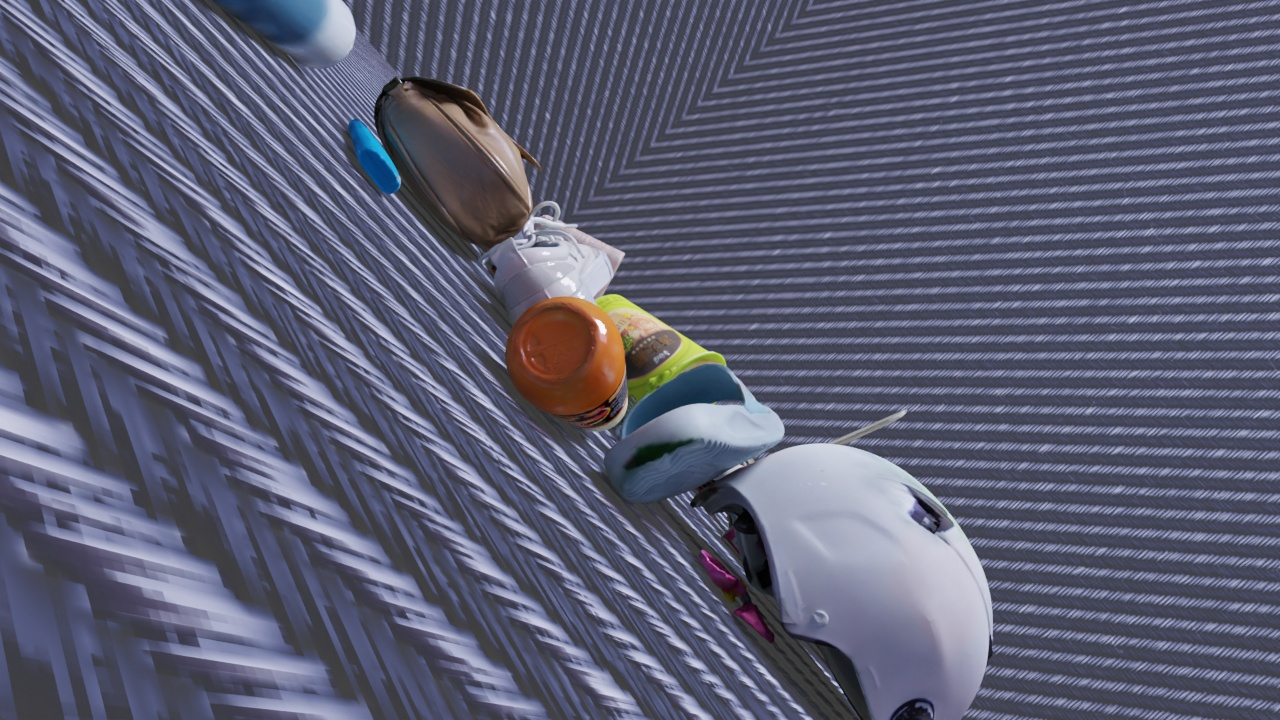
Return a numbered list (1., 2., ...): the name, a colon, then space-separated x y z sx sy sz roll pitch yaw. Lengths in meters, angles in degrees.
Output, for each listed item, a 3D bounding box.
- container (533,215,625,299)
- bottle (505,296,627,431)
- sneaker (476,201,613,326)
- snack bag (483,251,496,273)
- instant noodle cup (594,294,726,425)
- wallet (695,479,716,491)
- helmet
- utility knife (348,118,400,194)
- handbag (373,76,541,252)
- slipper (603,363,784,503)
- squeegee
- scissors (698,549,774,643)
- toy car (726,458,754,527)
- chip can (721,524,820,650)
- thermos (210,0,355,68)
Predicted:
1. container: -0.089 -0.119 1.127 0.111 0.090 0.090 29 6 -5
2. bottle: -0.035 0.012 0.560 0.066 0.066 0.149 50 -5 19
3. sneaker: -0.081 -0.074 0.757 0.091 0.089 0.242 54 8 -10
4. snack bag: -0.128 -0.097 0.888 0.048 0.026 0.104 6 19 -17
5. instant noodle cup: -0.005 0.005 0.825 0.123 0.111 0.111 41 -2 29
6. wallet: 0.053 0.111 1.030 0.101 0.032 0.124 46 2 -14
7. helmet: 0.170 0.164 0.684 0.258 0.146 0.229 54 -3 -20
8. utility knife: -0.201 -0.156 0.678 0.034 0.018 0.159 52 -2 -32
9. handbag: -0.152 -0.170 0.798 0.148 0.100 0.204 51 -2 -8
10. slipper: 0.030 0.047 0.630 0.074 0.104 0.245 62 12 11
11. squeegee: 0.072 0.089 0.805 0.246 0.247 0.039 14 56 -43
12. scissors: 0.078 0.172 0.631 0.083 0.017 0.138 50 -2 33
13. toy car: 0.109 0.145 0.959 0.035 0.042 0.090 2 75 -39
14. chip can: 0.171 0.222 0.863 0.210 0.071 0.071 50 2 10
15. thermos: -0.266 -0.267 0.653 0.070 0.070 0.220 49 2 -3
